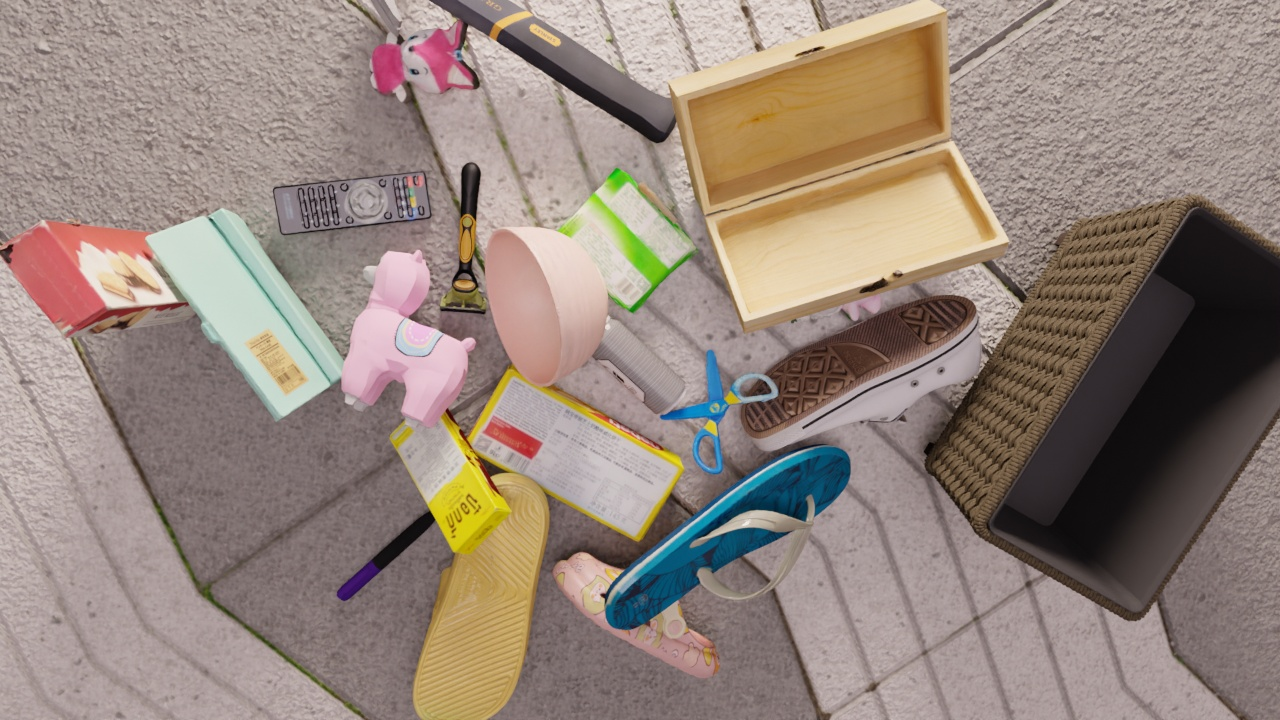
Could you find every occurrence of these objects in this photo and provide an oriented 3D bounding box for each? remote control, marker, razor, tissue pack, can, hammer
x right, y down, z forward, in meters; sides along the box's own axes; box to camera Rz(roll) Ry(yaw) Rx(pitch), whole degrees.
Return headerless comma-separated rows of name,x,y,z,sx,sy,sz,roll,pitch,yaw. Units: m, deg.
remote control,-0.271,-0.149,0.869,0.140,0.021,0.045,-8,101,-7
marker,-0.256,0.197,0.927,0.134,0.018,0.015,-42,80,3
razor,-0.167,-0.117,0.882,0.044,0.021,0.144,4,97,-4
tissue pack,-0.013,-0.116,0.883,0.099,0.034,0.114,-43,100,7
can,-0.005,0.005,0.899,0.106,0.044,0.044,43,94,-9
hammer,-0.100,-0.299,0.833,0.312,0.035,0.139,28,68,-14

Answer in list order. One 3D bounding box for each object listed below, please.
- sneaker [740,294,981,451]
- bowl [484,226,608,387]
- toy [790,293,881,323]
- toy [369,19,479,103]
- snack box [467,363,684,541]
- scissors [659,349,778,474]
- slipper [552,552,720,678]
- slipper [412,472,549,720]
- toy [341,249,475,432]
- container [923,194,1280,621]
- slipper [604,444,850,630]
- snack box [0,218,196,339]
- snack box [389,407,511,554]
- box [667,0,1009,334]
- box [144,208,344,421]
sneaker,0.222,0.029,0.906,0.245,0.091,0.097,-28,126,5
bowl,-0.078,-0.057,0.844,0.076,0.153,0.153,-18,101,-28
toy,0.191,-0.078,0.900,0.109,0.041,0.096,9,99,-11
toy,-0.202,-0.273,0.841,0.102,0.050,0.065,-10,104,3
snack box,-0.064,0.091,0.910,0.200,0.042,0.092,30,97,-7
scissors,0.076,0.048,0.903,0.127,0.013,0.125,-12,73,20
slipper,0.008,0.243,0.919,0.197,0.093,0.081,34,85,-9
slipper,-0.152,0.234,0.909,0.099,0.078,0.263,14,98,-7
toy,-0.216,-0.021,0.855,0.123,0.067,0.157,19,78,-2
container,0.420,0.030,0.846,0.176,0.205,0.321,29,96,-8
slipper,0.098,0.171,0.866,0.294,0.060,0.118,-29,134,-19
snack box,-0.414,-0.068,0.745,0.044,0.273,0.076,-34,99,-5
snack box,-0.181,0.106,0.866,0.061,0.025,0.149,-46,58,11
box,0.176,-0.174,0.845,0.247,0.119,0.252,-17,89,1
box,-0.340,-0.047,0.824,0.055,0.138,0.187,-33,100,9
